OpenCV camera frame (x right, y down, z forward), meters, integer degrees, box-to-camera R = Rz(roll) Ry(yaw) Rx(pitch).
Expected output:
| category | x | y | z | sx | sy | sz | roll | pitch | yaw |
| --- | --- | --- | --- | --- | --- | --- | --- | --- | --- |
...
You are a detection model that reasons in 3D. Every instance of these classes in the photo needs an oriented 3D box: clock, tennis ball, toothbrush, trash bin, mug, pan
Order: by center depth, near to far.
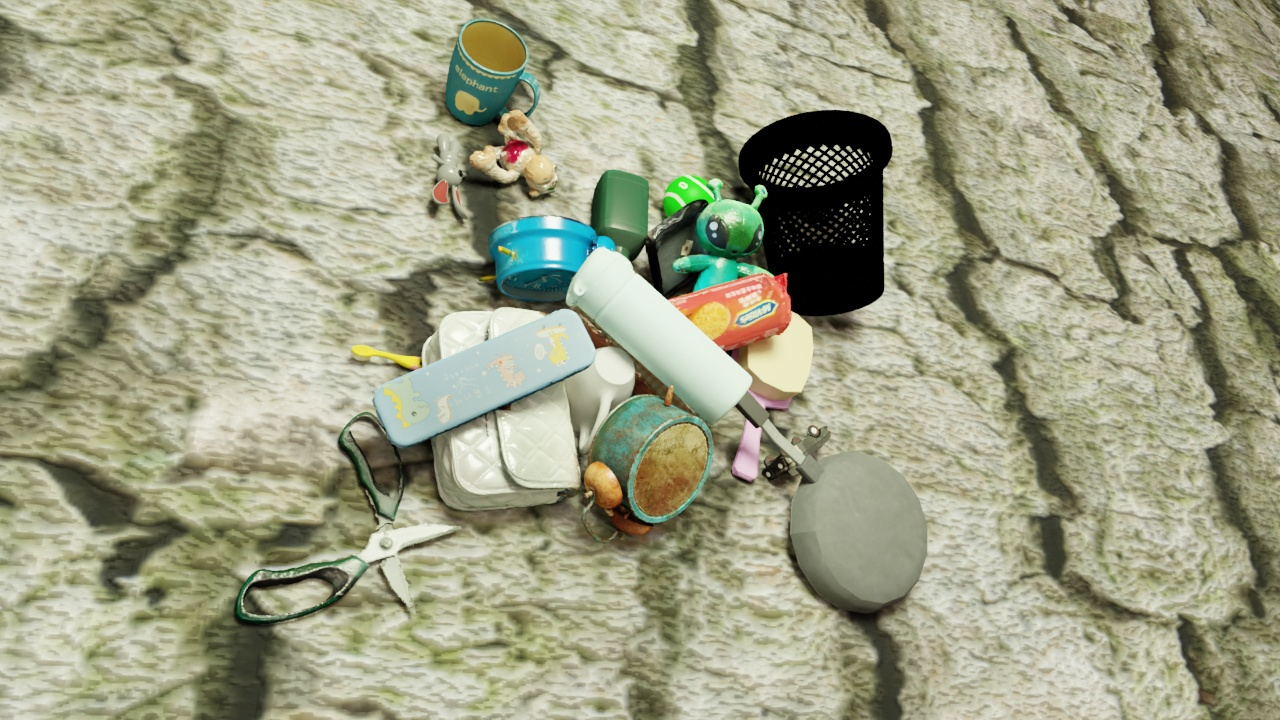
| category | x | y | z | sx | sy | sz | roll | pitch | yaw |
| --- | --- | --- | --- | --- | --- | --- | --- | --- | --- |
| clock | -0.004 | 0.109 | 0.911 | 0.073 | 0.121 | 0.157 | 25 | 68 | 43 |
| toothbrush | -0.224 | 0.003 | 0.925 | 0.135 | 0.016 | 0.021 | 11 | 56 | -25 |
| mug | -0.044 | 0.041 | 0.943 | 0.071 | 0.090 | 0.107 | 16 | 56 | -17 |
| clock | -0.087 | -0.106 | 0.993 | 0.161 | 0.117 | 0.060 | 4 | 71 | -19 |
| pan | 0.188 | 0.122 | 0.994 | 0.357 | 0.041 | 0.178 | 46 | 60 | -9 |
| mug | -0.174 | -0.327 | 1.086 | 0.112 | 0.104 | 0.084 | 29 | 53 | -11 |
| tennis ball | 0.061 | -0.199 | 1.150 | 0.065 | 0.066 | 0.065 | 12 | 58 | -20 |
| trash bin | 0.227 | -0.173 | 1.154 | 0.195 | 0.196 | 0.199 | 7 | 69 | -23 |

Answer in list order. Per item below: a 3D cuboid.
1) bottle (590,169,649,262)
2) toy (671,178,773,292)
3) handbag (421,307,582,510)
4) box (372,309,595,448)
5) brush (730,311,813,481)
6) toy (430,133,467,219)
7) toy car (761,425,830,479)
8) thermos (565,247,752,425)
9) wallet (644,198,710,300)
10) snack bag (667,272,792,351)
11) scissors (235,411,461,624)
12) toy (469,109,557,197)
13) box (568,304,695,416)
| category | x | y | z | sx | sy | sz | roll | pitch | yaw |
| --- | --- | --- | --- | --- | --- | --- | --- | --- | --- |
| bottle | -0.025 | -0.156 | 1.085 | 0.061 | 0.061 | 0.131 | 12 | 58 | -17 |
| toy | 0.096 | -0.120 | 1.087 | 0.130 | 0.072 | 0.193 | 10 | 96 | -20 |
| handbag | -0.133 | 0.046 | 0.899 | 0.138 | 0.073 | 0.194 | -1 | 68 | -29 |
| box | -0.141 | 0.014 | 0.847 | 0.209 | 0.037 | 0.065 | -25 | 76 | -15 |
| brush | 0.146 | 0.034 | 1.069 | 0.089 | 0.043 | 0.228 | 25 | 54 | -11 |
| toy | -0.217 | -0.210 | 1.043 | 0.049 | 0.030 | 0.111 | 27 | 45 | -46 |
| toy car | 0.180 | 0.106 | 1.045 | 0.092 | 0.040 | 0.037 | -29 | 79 | -35 |
| thermos | 0.017 | -0.027 | 0.924 | 0.207 | 0.065 | 0.077 | 42 | 59 | -2 |
| wallet | 0.049 | -0.132 | 1.099 | 0.026 | 0.089 | 0.114 | 16 | 40 | 37 |
| snack bag | 0.086 | -0.044 | 1.037 | 0.176 | 0.082 | 0.082 | -17 | 69 | -10 |
| scissors | -0.267 | 0.143 | 0.823 | 0.201 | 0.015 | 0.202 | -10 | 65 | -30 |
| toy | -0.140 | -0.229 | 1.075 | 0.106 | 0.074 | 0.085 | 42 | 82 | -24 |
| box | -0.009 | 0.008 | 1.006 | 0.048 | 0.085 | 0.187 | -42 | 87 | -9 |
